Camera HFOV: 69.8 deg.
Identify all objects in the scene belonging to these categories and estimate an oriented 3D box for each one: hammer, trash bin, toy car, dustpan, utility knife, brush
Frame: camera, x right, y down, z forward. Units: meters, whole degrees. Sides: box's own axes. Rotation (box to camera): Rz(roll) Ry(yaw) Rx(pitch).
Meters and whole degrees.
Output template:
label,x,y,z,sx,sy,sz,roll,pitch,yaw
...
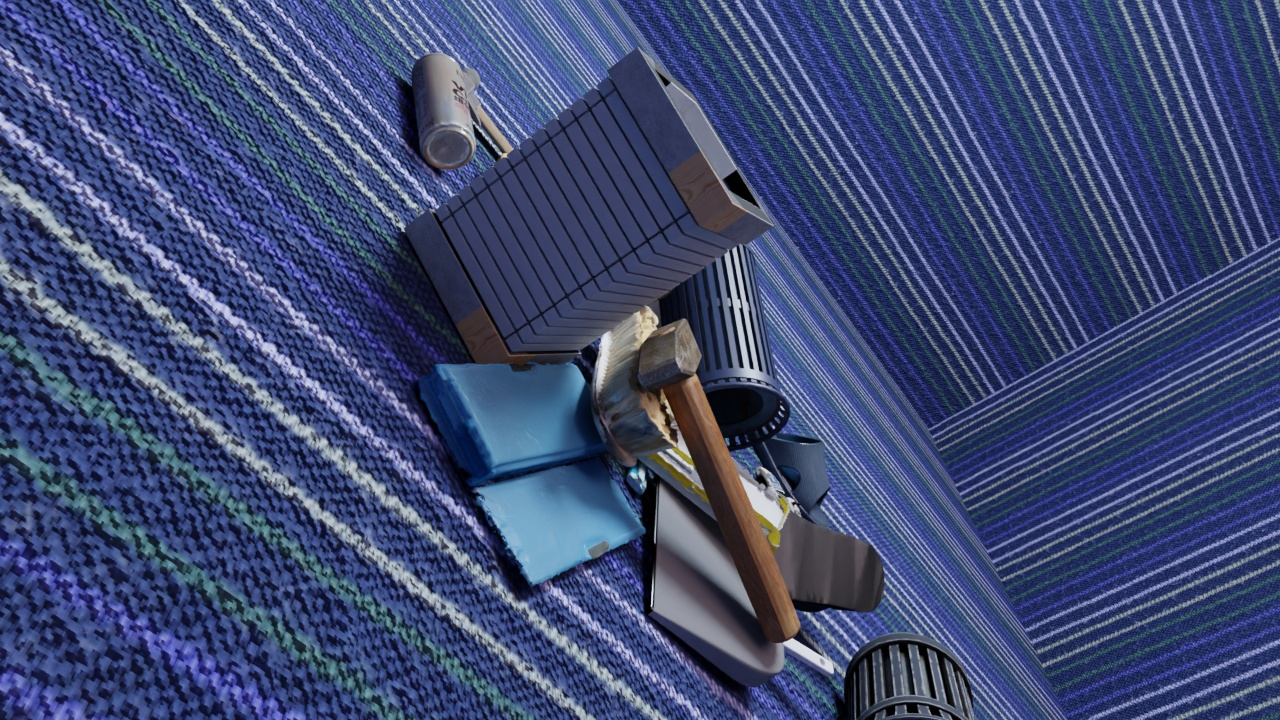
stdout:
label,x,y,z,sx,sy,sz,roll,pitch,yaw
hammer,0.074,0.114,0.814,0.157,0.037,0.301,-53,120,-78
trash bin,0.279,0.387,0.938,0.164,0.164,0.227,58,14,1
toy car,0.186,0.188,1.212,0.048,0.041,0.112,27,34,-59
dustpan,0.101,0.236,0.877,0.257,0.033,0.162,35,31,-20
trash bin,-0.042,-0.113,0.784,0.142,0.247,0.142,60,18,9
hammer,-0.121,-0.197,1.091,0.331,0.031,0.119,54,16,-22
utility knife,0.003,0.100,0.924,0.022,0.015,0.116,44,18,-8
trash bin,0.089,-0.032,1.098,0.139,0.139,0.249,39,36,-44
brush,-0.005,0.017,0.888,0.083,0.057,0.270,58,13,-17

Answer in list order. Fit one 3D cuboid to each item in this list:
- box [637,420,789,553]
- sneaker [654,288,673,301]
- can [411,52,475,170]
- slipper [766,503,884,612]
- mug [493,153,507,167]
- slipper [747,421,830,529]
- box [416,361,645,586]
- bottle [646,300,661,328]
label,x,y,z,sx,sy,sz,roll,pitch,yaw
box,0.062,0.111,0.938,0.209,0.034,0.129,38,22,4
sneaker,-0.022,-0.123,1.050,0.237,0.101,0.143,-102,-165,-44
can,-0.198,-0.250,0.920,0.054,0.054,0.135,39,26,-44
slipper,0.155,0.224,1.029,0.265,0.084,0.108,23,62,-30
mug,-0.111,-0.174,0.989,0.113,0.083,0.107,35,29,-27
slipper,0.220,0.126,1.341,0.263,0.083,0.101,59,20,8
box,-0.072,0.081,0.738,0.174,0.033,0.231,62,18,9
bottle,0.037,-0.056,1.214,0.146,0.051,0.051,62,19,14
